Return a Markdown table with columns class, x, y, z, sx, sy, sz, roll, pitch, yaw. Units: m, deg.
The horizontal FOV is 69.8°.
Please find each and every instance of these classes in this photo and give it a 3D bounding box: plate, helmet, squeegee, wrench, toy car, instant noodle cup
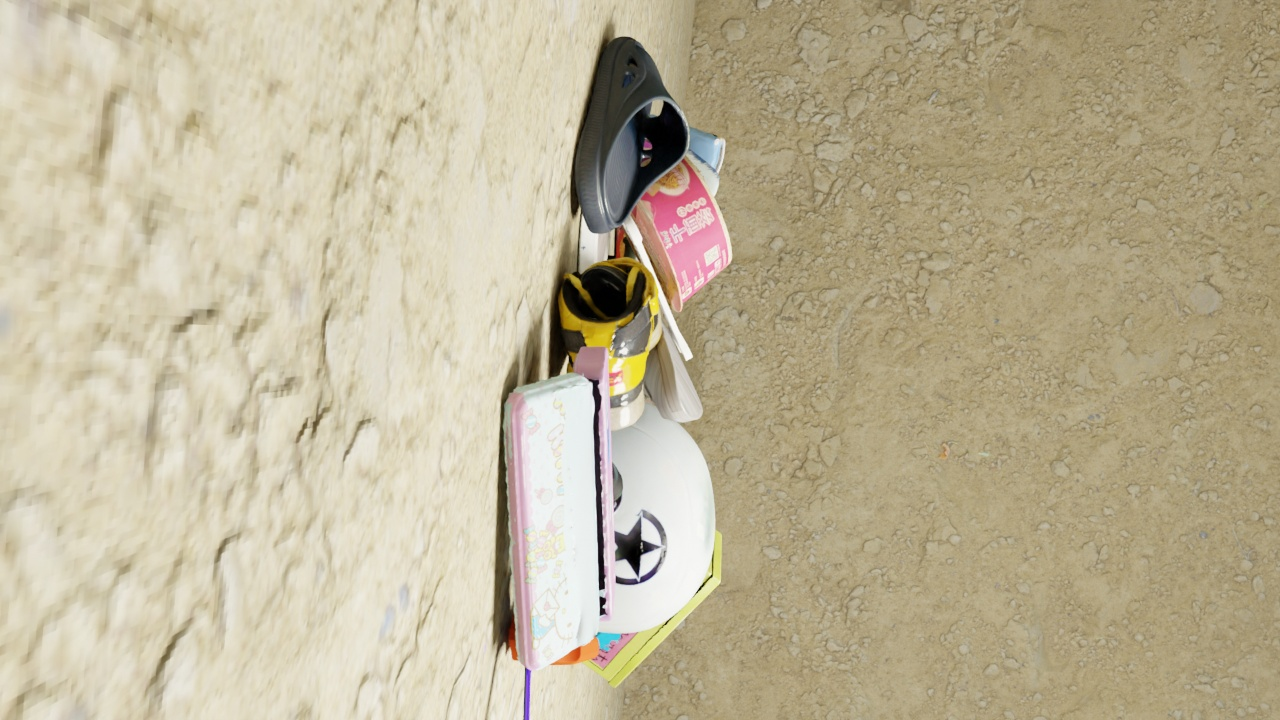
| class | x | y | z | sx | sy | sz | roll | pitch | yaw |
| --- | --- | --- | --- | --- | --- | --- | --- | --- | --- |
| plate | -0.044 | -0.135 | 0.941 | 0.157 | 0.014 | 0.157 | 9 | 87 | -87 |
| helmet | 0.001 | 0.164 | 1.003 | 0.236 | 0.164 | 0.264 | 71 | 25 | -84 |
| squeegee | -0.072 | 0.232 | 0.760 | 0.185 | 0.055 | 0.249 | 50 | 36 | -64 |
| wrench | 0.019 | -0.071 | 0.975 | 0.047 | 0.009 | 0.273 | 60 | -1 | 30 |
| toy car | 0.044 | -0.290 | 1.229 | 0.054 | 0.153 | 0.056 | -13 | 124 | -47 |
| instant noodle cup | 0.035 | -0.149 | 0.996 | 0.178 | 0.077 | 0.179 | 61 | -6 | 11 |

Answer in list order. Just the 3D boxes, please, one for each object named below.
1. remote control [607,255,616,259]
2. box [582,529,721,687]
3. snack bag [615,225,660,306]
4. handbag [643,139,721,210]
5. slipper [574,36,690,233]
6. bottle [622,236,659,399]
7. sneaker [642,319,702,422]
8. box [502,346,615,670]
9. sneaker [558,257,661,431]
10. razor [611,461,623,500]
| class | x | y | z | sx | sy | sz | roll | pitch | yaw |
| --- | --- | --- | --- | --- | --- | --- | --- | --- | --- |
| remote control | -0.044 | -0.055 | 1.080 | 0.032 | 0.015 | 0.136 | -75 | 173 | -69 |
| box | 0.009 | 0.310 | 1.209 | 0.221 | 0.082 | 0.124 | -52 | -172 | 17 |
| snack bag | 0.003 | -0.142 | 1.229 | 0.082 | 0.082 | 0.177 | -80 | 176 | -49 |
| handbag | 0.022 | -0.232 | 1.110 | 0.068 | 0.144 | 0.169 | -53 | 161 | 17 |
| slipper | 0.001 | -0.224 | 0.876 | 0.267 | 0.083 | 0.111 | -77 | 160 | -44 |
| bottle | -0.013 | -0.051 | 1.142 | 0.071 | 0.071 | 0.207 | -76 | 171 | -66 |
| sneaker | -0.005 | 0.005 | 0.975 | 0.099 | 0.089 | 0.236 | 60 | 5 | -29 |
| box | -0.049 | 0.106 | 0.678 | 0.148 | 0.051 | 0.214 | -34 | 127 | -62 |
| sneaker | -0.024 | -0.049 | 0.841 | 0.238 | 0.086 | 0.122 | -83 | 175 | -58 |
| razor | -0.054 | 0.085 | 0.772 | 0.053 | 0.064 | 0.140 | -65 | 159 | -20 |
